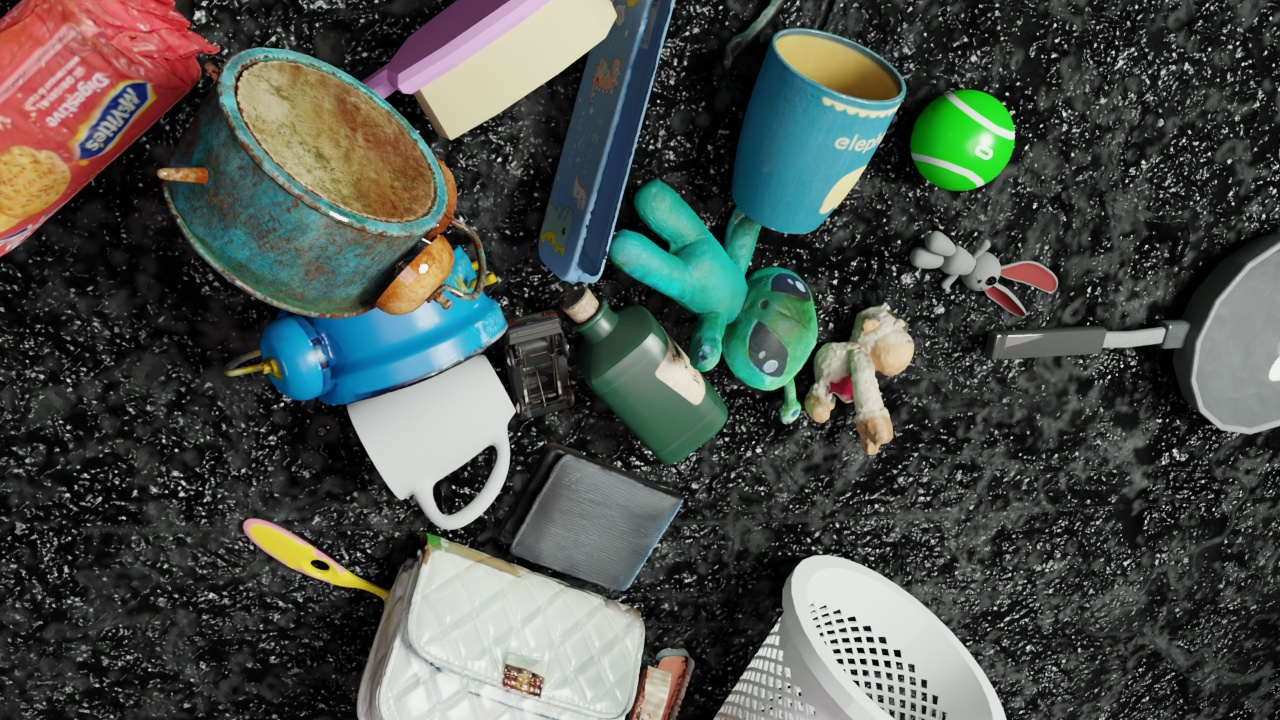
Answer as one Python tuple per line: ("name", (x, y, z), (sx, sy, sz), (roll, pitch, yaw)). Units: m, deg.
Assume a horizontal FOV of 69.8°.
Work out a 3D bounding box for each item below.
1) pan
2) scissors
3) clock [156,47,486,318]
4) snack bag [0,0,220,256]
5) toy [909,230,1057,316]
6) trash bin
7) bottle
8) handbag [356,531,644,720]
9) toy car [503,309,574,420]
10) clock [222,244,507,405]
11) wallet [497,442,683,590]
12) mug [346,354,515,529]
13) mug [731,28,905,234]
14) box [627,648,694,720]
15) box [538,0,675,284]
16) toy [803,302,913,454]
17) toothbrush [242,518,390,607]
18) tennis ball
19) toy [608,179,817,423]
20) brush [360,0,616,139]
("pan", (0.434, -0.022, 0.742), (0.357, 0.041, 0.179), (-3, 114, -15))
("scissors", (0.081, -0.264, 0.548), (0.201, 0.015, 0.202), (27, 103, -23))
("clock", (-0.146, -0.074, 0.450), (0.157, 0.121, 0.073), (28, 125, -31))
("snack bag", (-0.305, -0.127, 0.461), (0.176, 0.082, 0.082), (-41, 118, 3))
("toy", (0.250, -0.066, 0.676), (0.111, 0.030, 0.049), (18, 136, -20))
("trash bin", (0.145, 0.298, 0.732), (0.195, 0.195, 0.200), (23, 115, -24))
("bottle", (-0.004, 0.004, 0.615), (0.061, 0.061, 0.131), (-39, 118, 5))
("handbag", (-0.092, 0.217, 0.655), (0.194, 0.073, 0.138), (26, 62, -26))
("toy car", (-0.068, 0.002, 0.604), (0.040, 0.037, 0.092), (-14, 142, -11))
("clock", (-0.158, -0.017, 0.532), (0.161, 0.117, 0.060), (-21, 107, -11))
("wallet", (-0.035, 0.118, 0.677), (0.115, 0.026, 0.089), (24, 103, -24))
("mug", (-0.121, 0.050, 0.583), (0.089, 0.107, 0.071), (-29, 160, -10))
("mug", (0.112, -0.141, 0.574), (0.111, 0.084, 0.104), (-27, 150, -40))
("box", (-0.002, 0.328, 0.771), (0.048, 0.085, 0.187), (21, 112, 11))
("box", (-0.022, -0.148, 0.541), (0.037, 0.066, 0.210), (7, 112, -23))
("toy", (0.166, 0.010, 0.671), (0.106, 0.074, 0.085), (-67, 156, -6))
("toothbrush", (-0.217, 0.147, 0.642), (0.135, 0.016, 0.021), (38, 100, -27))
("tennis ball", (0.213, -0.146, 0.609), (0.065, 0.065, 0.065), (-6, 115, -14))
("toy", (0.058, -0.040, 0.612), (0.193, 0.073, 0.130), (37, 64, -26))
("brush", (-0.118, -0.151, 0.507), (0.229, 0.089, 0.043), (-30, 124, 12))
